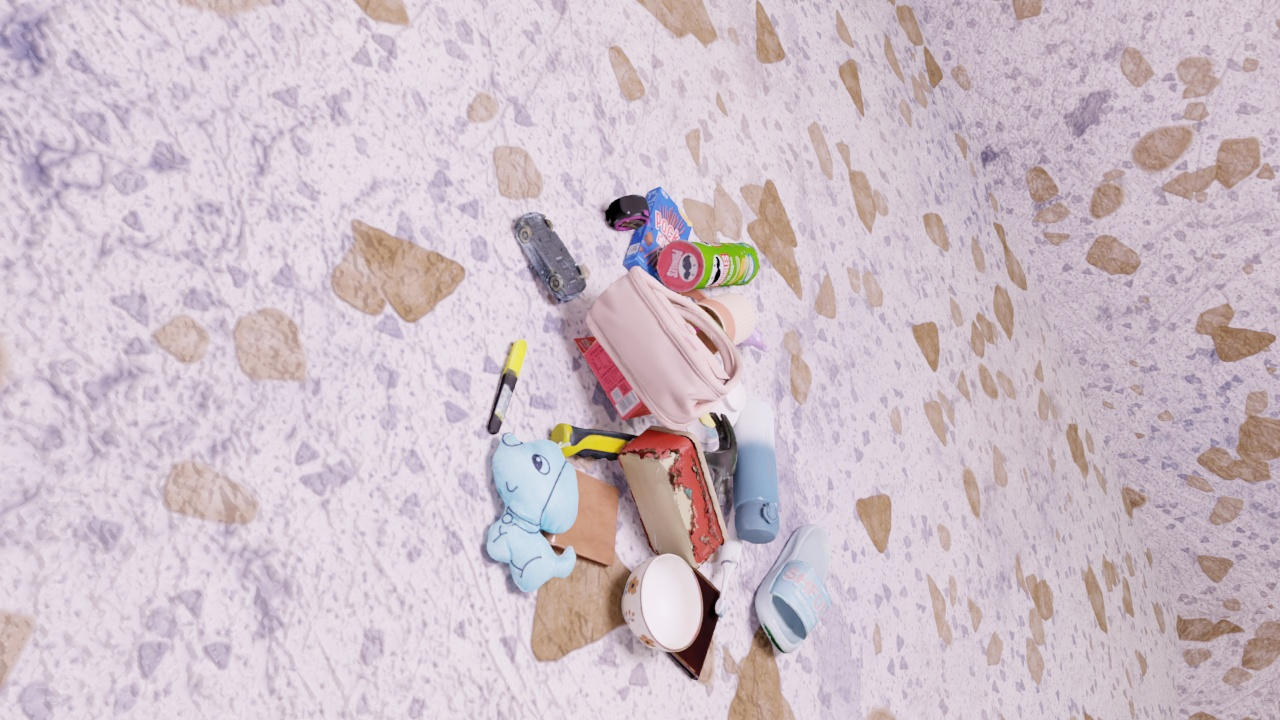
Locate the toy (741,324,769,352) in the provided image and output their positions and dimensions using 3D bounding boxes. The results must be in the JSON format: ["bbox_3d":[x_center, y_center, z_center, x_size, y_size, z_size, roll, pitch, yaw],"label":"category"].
[{"bbox_3d":[0.156,-0.059,1.424,0.039,0.084,0.108,-37,110,-4],"label":"toy"}]

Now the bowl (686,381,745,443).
[{"bbox_3d":[0.110,0.055,1.314,0.118,0.065,0.118,23,58,-43],"label":"bowl"}]

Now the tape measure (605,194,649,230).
[{"bbox_3d":[-0.015,-0.203,1.270,0.057,0.057,0.039,-5,76,-35],"label":"tape measure"}]

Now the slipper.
[{"bbox_3d":[0.244,0.333,1.357,0.104,0.074,0.244,60,38,-15],"label":"slipper"}]

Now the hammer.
[{"bbox_3d":[0.016,0.114,1.181,0.322,0.032,0.126,14,86,-44],"label":"hammer"}]

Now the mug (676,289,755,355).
[{"bbox_3d":[0.101,-0.064,1.349,0.114,0.082,0.105,46,33,15],"label":"mug"}]

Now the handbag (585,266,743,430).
[{"bbox_3d":[0.056,-0.020,1.168,0.193,0.094,0.233,55,25,15],"label":"handbag"}]

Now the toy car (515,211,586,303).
[{"bbox_3d":[-0.114,-0.128,1.139,0.054,0.037,0.120,-31,90,-51],"label":"toy car"}]

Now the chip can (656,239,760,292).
[{"bbox_3d":[0.105,-0.140,1.349,0.235,0.072,0.072,-13,85,-63],"label":"chip can"}]

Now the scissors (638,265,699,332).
[{"bbox_3d":[0.033,-0.077,1.279,0.096,0.017,0.137,-27,101,-7],"label":"scissors"}]

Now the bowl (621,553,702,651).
[{"bbox_3d":[0.017,0.294,1.103,0.113,0.062,0.113,25,56,-43],"label":"bowl"}]

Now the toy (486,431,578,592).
[{"bbox_3d":[-0.114,0.158,1.004,0.161,0.050,0.155,49,54,-11],"label":"toy"}]

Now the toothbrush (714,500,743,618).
[{"bbox_3d":[0.127,0.257,1.263,0.026,0.027,0.220,56,34,-29],"label":"toothbrush"}]

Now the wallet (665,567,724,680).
[{"bbox_3d":[0.063,0.331,1.180,0.096,0.020,0.122,48,44,-23],"label":"wallet"}]

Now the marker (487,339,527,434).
[{"bbox_3d":[-0.152,0.029,1.045,0.018,0.015,0.123,37,52,-35],"label":"marker"}]

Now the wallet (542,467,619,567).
[{"bbox_3d":[-0.068,0.183,1.080,0.115,0.020,0.101,32,53,-42],"label":"wallet"}]

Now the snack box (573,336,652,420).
[{"bbox_3d":[-0.007,0.007,1.173,0.113,0.044,0.127,-9,62,-52],"label":"snack box"}]

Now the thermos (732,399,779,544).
[{"bbox_3d":[0.164,0.157,1.303,0.070,0.070,0.220,40,36,-34],"label":"thermos"}]

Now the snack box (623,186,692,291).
[{"bbox_3d":[0.028,-0.172,1.336,0.084,0.026,0.156,44,45,-32],"label":"snack box"}]

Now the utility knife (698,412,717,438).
[{"bbox_3d":[0.066,0.047,1.231,0.031,0.019,0.173,13,26,-35],"label":"utility knife"}]

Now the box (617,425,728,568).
[{"bbox_3d":[0.037,0.172,1.124,0.079,0.091,0.168,-38,121,-36],"label":"box"}]
